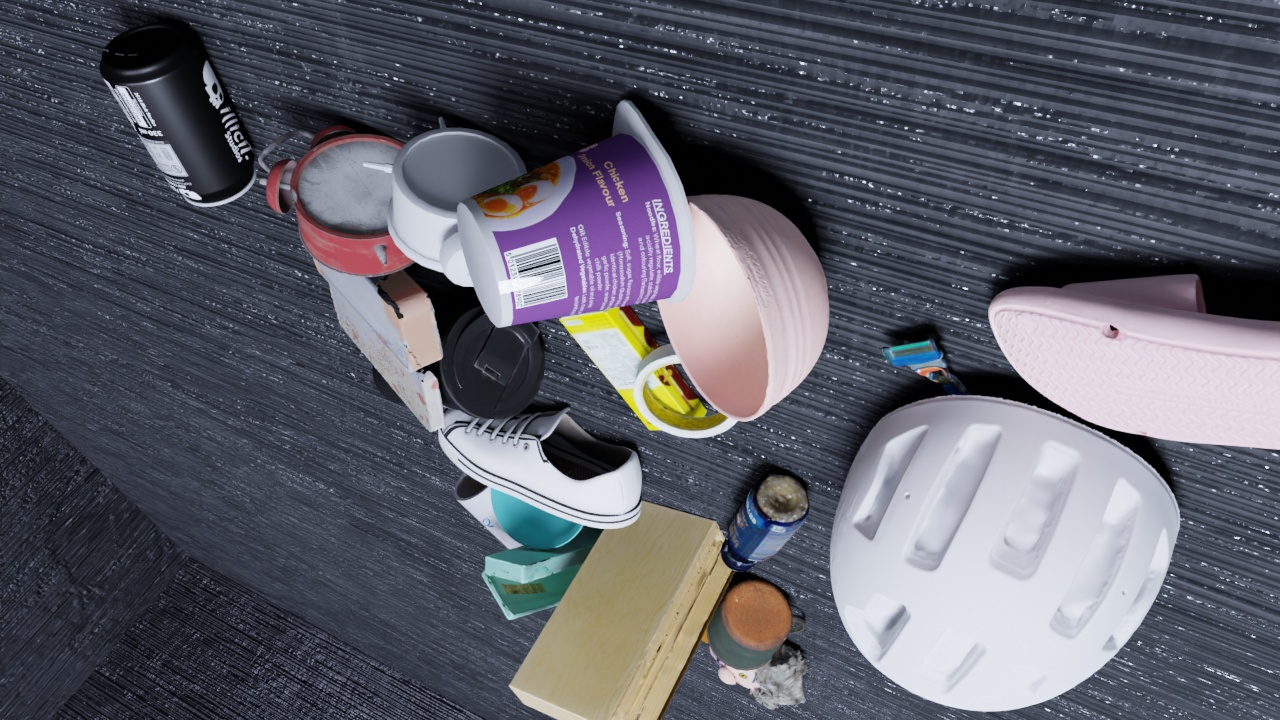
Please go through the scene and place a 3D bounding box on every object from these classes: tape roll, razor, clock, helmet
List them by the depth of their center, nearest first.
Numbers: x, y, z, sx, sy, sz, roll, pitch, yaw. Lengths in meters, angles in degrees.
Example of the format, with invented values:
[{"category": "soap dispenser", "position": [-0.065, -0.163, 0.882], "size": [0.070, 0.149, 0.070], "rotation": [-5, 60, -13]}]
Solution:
[{"category": "razor", "position": [0.226, 0.030, 0.646], "size": [0.141, 0.018, 0.044], "rotation": [43, 151, -23]}, {"category": "clock", "position": [-0.118, -0.107, 0.673], "size": [0.159, 0.119, 0.061], "rotation": [37, 145, 14]}, {"category": "helmet", "position": [0.257, 0.142, 0.678], "size": [0.224, 0.183, 0.283], "rotation": [24, 133, 6]}, {"category": "clock", "position": [-0.239, -0.134, 0.749], "size": [0.157, 0.109, 0.062], "rotation": [34, 149, 10]}, {"category": "tape roll", "position": [0.041, 0.026, 0.772], "size": [0.094, 0.019, 0.094], "rotation": [7, 131, 8]}]

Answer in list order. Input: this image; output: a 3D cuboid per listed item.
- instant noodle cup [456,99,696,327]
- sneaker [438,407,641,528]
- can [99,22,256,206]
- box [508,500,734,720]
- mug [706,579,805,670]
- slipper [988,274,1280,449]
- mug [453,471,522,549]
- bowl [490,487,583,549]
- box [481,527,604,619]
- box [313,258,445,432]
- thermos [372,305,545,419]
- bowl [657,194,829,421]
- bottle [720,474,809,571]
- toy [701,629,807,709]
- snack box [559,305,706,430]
[{"category": "instant noodle cup", "position": [-0.048, -0.085, 0.589], "size": [0.122, 0.121, 0.137], "rotation": [23, 129, 66]}, {"category": "sneaker", "position": [-0.107, 0.087, 0.969], "size": [0.245, 0.091, 0.097], "rotation": [24, 129, 22]}, {"category": "can", "position": [-0.402, -0.214, 0.809], "size": [0.080, 0.080, 0.146], "rotation": [20, 147, 20]}, {"category": "box", "position": [0.006, 0.292, 0.985], "size": [0.142, 0.247, 0.184], "rotation": [-9, 130, 48]}, {"category": "mug", "position": [0.138, 0.301, 1.049], "size": [0.111, 0.084, 0.081], "rotation": [1, 147, -8]}, {"category": "slipper", "position": [0.301, 0.001, 0.502], "size": [0.222, 0.055, 0.107], "rotation": [13, 146, 44]}, {"category": "mug", "position": [-0.172, 0.164, 1.140], "size": [0.096, 0.083, 0.119], "rotation": [51, 172, -27]}, {"category": "bowl", "position": [-0.108, 0.154, 1.064], "size": [0.121, 0.121, 0.046], "rotation": [24, -172, 15]}, {"category": "box", "position": [-0.096, 0.254, 1.081], "size": [0.078, 0.188, 0.080], "rotation": [4, 95, 39]}, {"category": "box", "position": [-0.244, -0.041, 0.850], "size": [0.216, 0.043, 0.151], "rotation": [39, 149, 38]}, {"category": "thermos", "position": [-0.191, 0.006, 0.914], "size": [0.219, 0.105, 0.106], "rotation": [-4, 133, 52]}, {"category": "bowl", "position": [0.073, -0.043, 0.602], "size": [0.153, 0.076, 0.153], "rotation": [54, 155, 39]}, {"category": "bottle", "position": [0.116, 0.163, 0.891], "size": [0.056, 0.056, 0.161], "rotation": [29, 149, 7]}, {"category": "toy", "position": [0.134, 0.380, 1.162], "size": [0.176, 0.076, 0.133], "rotation": [33, 149, 15]}, {"category": "snack box", "position": [-0.005, 0.005, 0.808], "size": [0.061, 0.025, 0.149], "rotation": [-5, 133, 45]}]
